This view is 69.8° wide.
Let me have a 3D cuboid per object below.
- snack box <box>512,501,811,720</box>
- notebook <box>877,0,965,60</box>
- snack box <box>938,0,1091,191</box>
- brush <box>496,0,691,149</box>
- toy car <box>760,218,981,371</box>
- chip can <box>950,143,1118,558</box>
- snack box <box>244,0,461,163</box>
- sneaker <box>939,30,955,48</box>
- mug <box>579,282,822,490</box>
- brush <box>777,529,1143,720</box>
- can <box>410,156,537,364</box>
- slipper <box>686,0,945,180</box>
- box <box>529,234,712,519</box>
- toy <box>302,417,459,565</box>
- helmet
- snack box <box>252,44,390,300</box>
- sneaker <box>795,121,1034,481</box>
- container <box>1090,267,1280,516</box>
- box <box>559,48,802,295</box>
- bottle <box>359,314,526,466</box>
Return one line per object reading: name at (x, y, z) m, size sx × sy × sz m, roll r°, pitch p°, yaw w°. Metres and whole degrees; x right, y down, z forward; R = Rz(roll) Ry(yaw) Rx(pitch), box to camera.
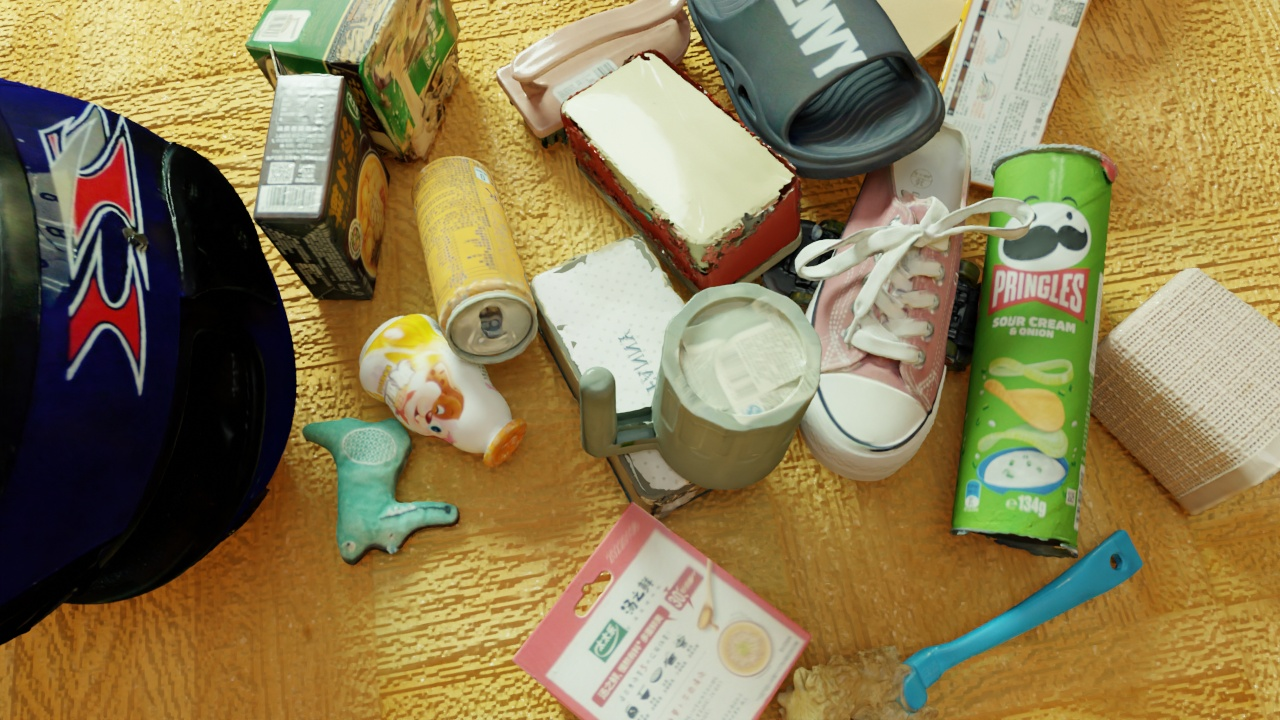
snack box at (0.012, 0.166, 0.522) m, size 0.127 × 0.044 × 0.113 m, roll 36°, pitch 74°, yaw 12°
notebook at (0.123, -0.280, 0.681) m, size 0.148 × 0.008 × 0.207 m, roll -36°, pitch 71°, yaw 12°
snack box at (0.246, -0.195, 0.622) m, size 0.075 × 0.026 × 0.154 m, roll 16°, pitch 106°, yaw 6°
brush at (-0.026, -0.215, 0.654) m, size 0.145 × 0.073 × 0.063 m, roll -30°, pitch 71°, yaw -12°
toy car at (0.155, -0.044, 0.600) m, size 0.158 × 0.042 × 0.070 m, roll 22°, pitch 71°, yaw 7°
chip can at (0.234, -0.007, 0.545) m, size 0.072 × 0.072 × 0.235 m, roll 10°, pitch 79°, yaw 5°
snack box at (-0.199, -0.214, 0.637) m, size 0.106 × 0.118 × 0.118 m, roll 12°, pitch 67°, yaw 10°
sneaker at (0.320, -0.307, 0.670) m, size 0.242 × 0.089 × 0.091 m, roll -44°, pitch 59°, yaw -10°
mug at (0.028, 0.020, 0.485) m, size 0.124 × 0.103 × 0.083 m, roll -10°, pitch 69°, yaw -6°
brush at (0.186, 0.165, 0.519) m, size 0.254 × 0.046 × 0.083 m, roll -26°, pitch 86°, yaw -13°
can at (-0.108, -0.067, 0.583) m, size 0.058 × 0.058 × 0.146 m, roll -18°, pitch 49°, yaw -6°
slipper at (0.091, -0.221, 0.596) m, size 0.111 × 0.083 × 0.268 m, roll -31°, pitch 52°, yaw 8°
box at (-0.003, 0.003, 0.579) m, size 0.089 × 0.059 × 0.184 m, roll -24°, pitch 69°, yaw -9°
toy at (-0.161, 0.079, 0.569) m, size 0.096 × 0.030 × 0.091 m, roll -2°, pitch 74°, yaw -7°
helmet at (-0.303, 0.011, 0.478) m, size 0.247 × 0.240 × 0.315 m, roll -35°, pitch 62°, yaw 7°
snack box at (-0.206, -0.118, 0.598) m, size 0.053 × 0.113 × 0.125 m, roll 2°, pitch 69°, yaw 0°
sneaker at (0.150, -0.051, 0.534) m, size 0.118 × 0.088 × 0.240 m, roll 17°, pitch 70°, yaw 8°
container at (0.333, 0.016, 0.550) m, size 0.090 × 0.090 × 0.111 m, roll -37°, pitch 70°, yaw -12°
box at (0.022, -0.127, 0.596) m, size 0.091 × 0.080 × 0.168 m, roll -36°, pitch 60°, yaw -8°
bottle at (-0.121, 0.020, 0.570) m, size 0.108 × 0.063 × 0.063 m, roll 37°, pitch 74°, yaw 14°
